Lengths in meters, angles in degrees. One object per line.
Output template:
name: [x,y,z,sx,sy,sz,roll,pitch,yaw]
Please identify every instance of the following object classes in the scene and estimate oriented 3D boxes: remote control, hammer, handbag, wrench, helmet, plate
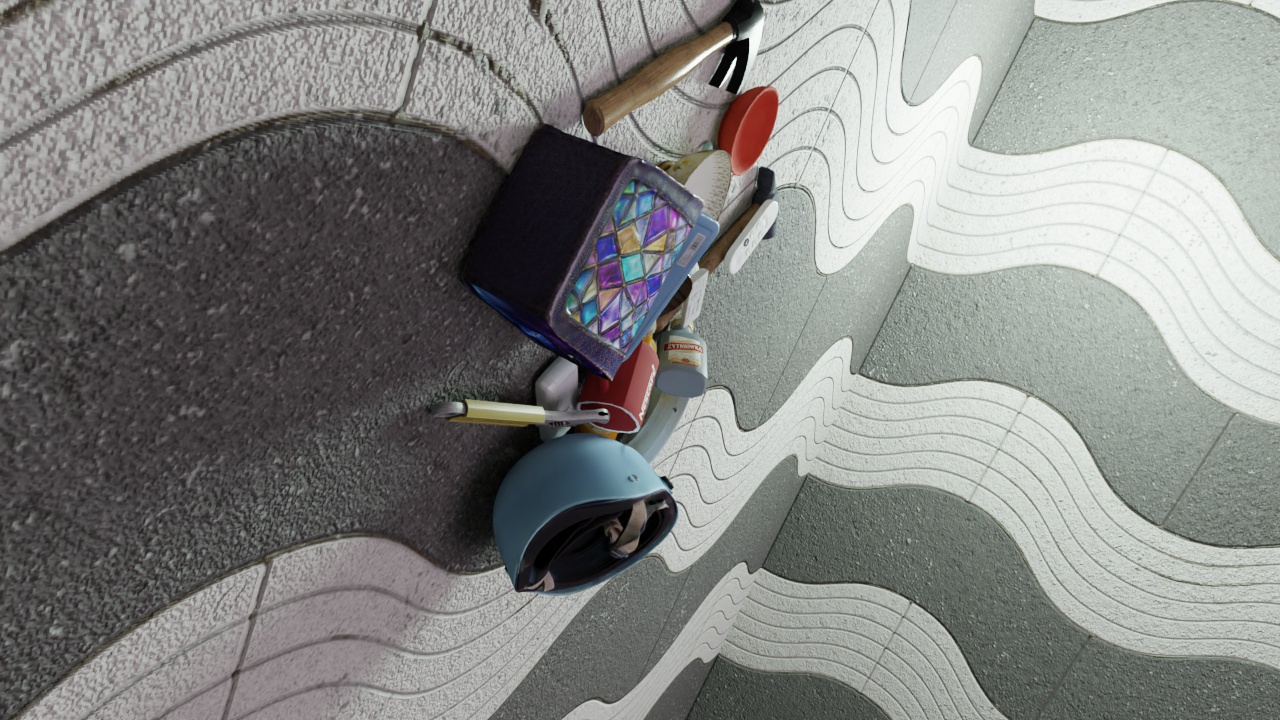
remote control: [0.073,-0.086,1.269,0.033,0.012,0.131,-40,163,-18]
hammer: [0.111,-0.154,1.350,0.320,0.040,0.129,-48,152,-28]
remote control: [-0.101,0.049,1.133,0.060,0.025,0.139,-48,158,-30]
remote control: [0.165,-0.185,1.365,0.136,0.013,0.043,-53,150,-18]
handbag: [-0.045,-0.100,0.906,0.205,0.125,0.222,-62,151,-1]
hammer: [0.041,-0.313,0.983,0.304,0.040,0.132,-44,150,-36]
wrench: [-0.128,0.061,1.017,0.273,0.084,0.018,12,68,-59]
helmet: [-0.071,0.187,1.151,0.225,0.166,0.265,-33,147,6]
plate: [0.017,0.085,1.361,0.182,0.034,0.182,-55,-169,16]

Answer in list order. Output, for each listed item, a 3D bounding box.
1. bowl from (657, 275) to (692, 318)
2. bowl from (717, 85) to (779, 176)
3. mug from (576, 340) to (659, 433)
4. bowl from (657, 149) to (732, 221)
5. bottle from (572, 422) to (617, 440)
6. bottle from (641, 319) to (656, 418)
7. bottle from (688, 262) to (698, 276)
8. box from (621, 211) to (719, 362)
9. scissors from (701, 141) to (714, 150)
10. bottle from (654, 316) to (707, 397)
bowl: [0.003,-0.091,1.133,0.119,0.032,0.119,-14,153,-7]
bowl: [0.136,-0.306,1.206,0.121,0.035,0.122,-48,156,-30]
mug: [-0.032,0.022,1.148,0.116,0.080,0.096,61,40,-55]
bowl: [0.046,-0.195,1.101,0.144,0.063,0.145,-48,156,-30]
bottle: [-0.076,0.138,1.263,0.059,0.059,0.167,-34,150,-50]
bottle: [-0.007,0.007,1.256,0.053,0.053,0.186,-44,153,-38]
bottle: [0.045,-0.123,1.221,0.044,0.044,0.136,-64,159,10]
box: [-0.006,-0.092,1.036,0.126,0.039,0.209,24,108,-38]
scissors: [0.073,-0.193,1.176,0.065,0.033,0.174,36,72,-76]
bottle: [0.058,-0.010,1.307,0.161,0.072,0.046,-85,-173,-58]
